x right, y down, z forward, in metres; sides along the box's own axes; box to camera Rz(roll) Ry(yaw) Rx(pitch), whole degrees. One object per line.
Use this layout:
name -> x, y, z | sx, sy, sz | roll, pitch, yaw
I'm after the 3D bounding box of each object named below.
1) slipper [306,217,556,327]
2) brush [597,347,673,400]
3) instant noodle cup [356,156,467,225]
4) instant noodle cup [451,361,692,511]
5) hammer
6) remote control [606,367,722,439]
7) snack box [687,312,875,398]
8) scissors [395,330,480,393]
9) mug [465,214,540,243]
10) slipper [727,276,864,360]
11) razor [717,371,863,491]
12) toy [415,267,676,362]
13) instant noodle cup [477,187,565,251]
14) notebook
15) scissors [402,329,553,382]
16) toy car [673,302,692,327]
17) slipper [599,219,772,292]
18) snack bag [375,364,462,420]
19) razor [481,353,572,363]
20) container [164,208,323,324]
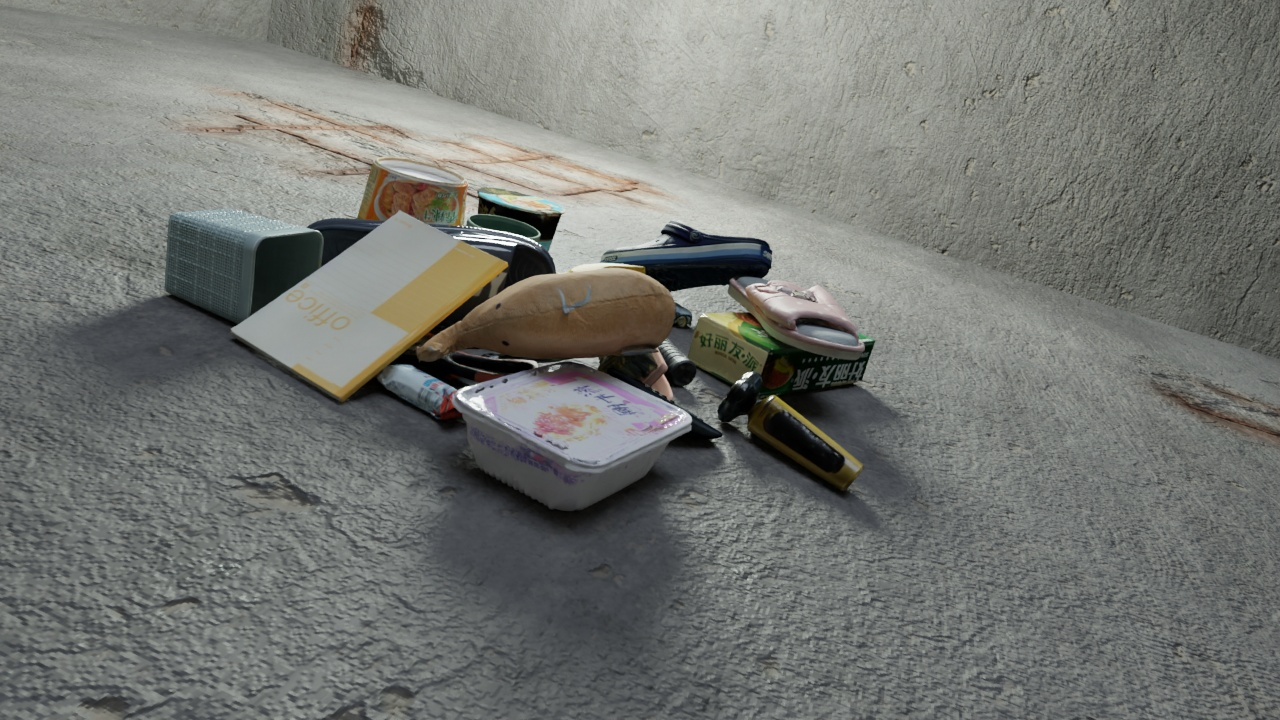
slipper -> -0.221, -0.082, 0.932 | 0.268, 0.111, 0.083 | 7, 15, -7
brush -> -0.006, 0.005, 0.941 | 0.073, 0.063, 0.145 | 42, 9, -18
instant noodle cup -> -0.294, -0.193, 1.188 | 0.151, 0.111, 0.151 | 15, 18, -5
instant noodle cup -> -0.055, 0.061, 0.728 | 0.138, 0.060, 0.173 | 24, 18, 24
hammer -> -0.013, -0.052, 1.110 | 0.128, 0.033, 0.300 | -13, 32, -20
remote control -> 0.020, 0.046, 0.845 | 0.136, 0.024, 0.053 | 32, -7, -33
snack box -> 0.177, -0.013, 1.130 | 0.114, 0.063, 0.239 | 29, 23, 38
scissors -> -0.171, 0.001, 0.864 | 0.235, 0.022, 0.124 | 20, 18, 14
mug -> -0.158, -0.105, 1.045 | 0.082, 0.106, 0.111 | 23, 21, 20
slipper -> 0.183, -0.065, 1.096 | 0.114, 0.054, 0.274 | 9, 17, -18
razor -> 0.144, 0.069, 0.884 | 0.167, 0.062, 0.067 | 37, -5, 37
toy -> -0.080, -0.036, 0.800 | 0.225, 0.082, 0.144 | -5, -11, -21
instant noodle cup -> -0.159, -0.140, 1.133 | 0.111, 0.120, 0.111 | 14, 17, -4
notebook -> -0.240, -0.056, 0.825 | 0.146, 0.010, 0.205 | 26, 53, 26
scissors -> -0.189, -0.016, 0.844 | 0.197, 0.015, 0.213 | 30, 33, 28
toy car -> 0.023, -0.069, 1.219 | 0.105, 0.031, 0.049 | 8, 21, -26
slipper -> 0.055, -0.150, 1.253 | 0.253, 0.095, 0.105 | -1, -16, 25
snack bag -> -0.183, 0.025, 0.777 | 0.104, 0.026, 0.048 | 26, 9, 26
razor -> -0.089, -0.008, 0.907 | 0.142, 0.022, 0.042 | -11, 13, -8
container -> -0.375, -0.090, 0.860 | 0.111, 0.090, 0.090 | 18, 18, 17
